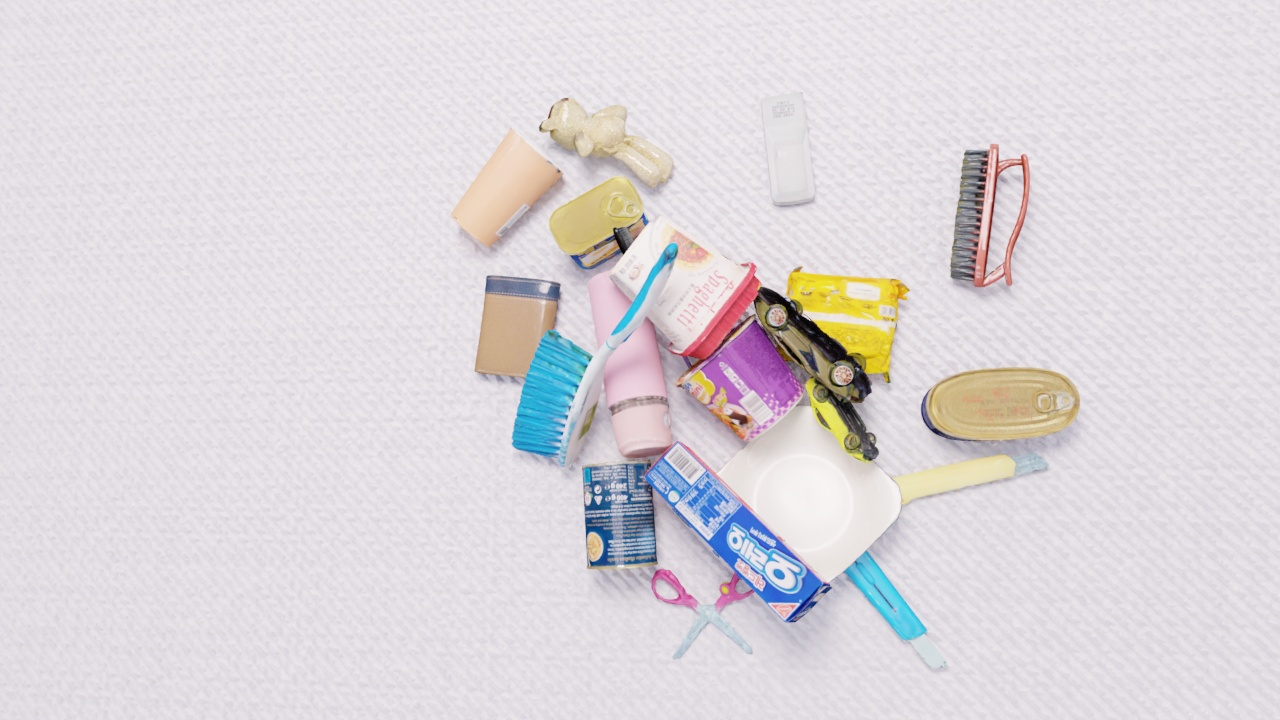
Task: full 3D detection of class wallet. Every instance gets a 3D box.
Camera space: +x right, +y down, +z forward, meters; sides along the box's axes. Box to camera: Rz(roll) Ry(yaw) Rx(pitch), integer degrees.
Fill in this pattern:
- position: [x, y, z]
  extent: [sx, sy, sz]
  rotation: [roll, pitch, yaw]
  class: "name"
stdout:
- position: [-0.140, -0.038, 1.041]
  extent: [0.090, 0.033, 0.115]
  rotation: [6, 84, 12]
  class: "wallet"

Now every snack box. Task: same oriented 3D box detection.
- position: [0.095, 0.170, 0.918]
  extent: [0.057, 0.058, 0.207]
  rotation: [-47, 65, 1]
  class: "snack box"

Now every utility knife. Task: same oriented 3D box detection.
- position: [0.252, 0.243, 0.948]
  extent: [0.034, 0.018, 0.182]
  rotation: [-38, 78, -1]
  class: "utility knife"
- position: [0.329, 0.122, 0.953]
  extent: [0.184, 0.019, 0.031]
  rotation: [-14, 84, 13]
  class: "utility knife"

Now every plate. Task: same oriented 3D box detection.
- position: [0.168, 0.146, 0.956]
  extent: [0.163, 0.034, 0.164]
  rotation: [-42, 67, -1]
  class: "plate"

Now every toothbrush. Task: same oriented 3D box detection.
- position: [0.019, -0.062, 0.989]
  extent: [0.016, 0.014, 0.189]
  rotation: [-34, 108, -15]
  class: "toothbrush"

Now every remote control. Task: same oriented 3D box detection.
- position: [0.165, -0.237, 1.026]
  extent: [0.049, 0.024, 0.125]
  rotation: [-7, 81, 7]
  class: "remote control"

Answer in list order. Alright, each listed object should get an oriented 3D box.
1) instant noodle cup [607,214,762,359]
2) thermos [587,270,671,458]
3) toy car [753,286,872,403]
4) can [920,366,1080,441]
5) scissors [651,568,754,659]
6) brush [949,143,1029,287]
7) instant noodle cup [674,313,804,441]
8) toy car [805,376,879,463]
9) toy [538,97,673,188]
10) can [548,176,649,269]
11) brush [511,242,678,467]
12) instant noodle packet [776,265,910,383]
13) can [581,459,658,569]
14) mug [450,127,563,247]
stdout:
- position: [0.040, -0.078, 0.931]
  extent: [0.124, 0.116, 0.116]
  rotation: [38, 88, -9]
  class: "instant noodle cup"
- position: [-0.006, 0.006, 0.994]
  extent: [0.067, 0.087, 0.198]
  rotation: [-18, 73, 20]
  class: "thermos"
- position: [0.172, -0.018, 0.932]
  extent: [0.158, 0.070, 0.042]
  rotation: [45, 114, 14]
  class: "toy car"
- position: [0.367, 0.047, 0.943]
  extent: [0.148, 0.049, 0.074]
  rotation: [-4, 82, 8]
  class: "can"
- position: [0.071, 0.262, 0.976]
  extent: [0.134, 0.017, 0.133]
  rotation: [37, 92, 8]
  class: "scissors"
- position: [0.367, -0.148, 0.963]
  extent: [0.069, 0.063, 0.145]
  rotation: [7, 84, 23]
  class: "brush"
- position: [0.109, 0.023, 0.960]
  extent: [0.111, 0.111, 0.099]
  rotation: [-42, 92, 1]
  class: "instant noodle cup"
- position: [0.202, 0.061, 0.934]
  extent: [0.032, 0.048, 0.105]
  rotation: [-43, 64, 27]
  class: "toy car"
- position: [-0.036, -0.246, 1.044]
  extent: [0.157, 0.066, 0.104]
  rotation: [29, 55, 7]
  class: "toy"
- position: [-0.042, -0.149, 1.015]
  extent: [0.102, 0.083, 0.057]
  rotation: [-29, 79, 3]
  class: "can"
- position: [-0.052, -0.007, 0.924]
  extent: [0.109, 0.060, 0.315]
  rotation: [29, 127, 15]
  class: "brush"
- position: [0.215, -0.039, 0.981]
  extent: [0.128, 0.044, 0.111]
  rotation: [9, 90, 13]
  class: "instant noodle packet"
- position: [-0.022, 0.162, 0.972]
  extent: [0.075, 0.075, 0.111]
  rotation: [-5, 81, 8]
  class: "can"
- position: [-0.155, -0.193, 1.046]
  extent: [0.078, 0.078, 0.123]
  rotation: [42, 95, 12]
  class: "mug"
